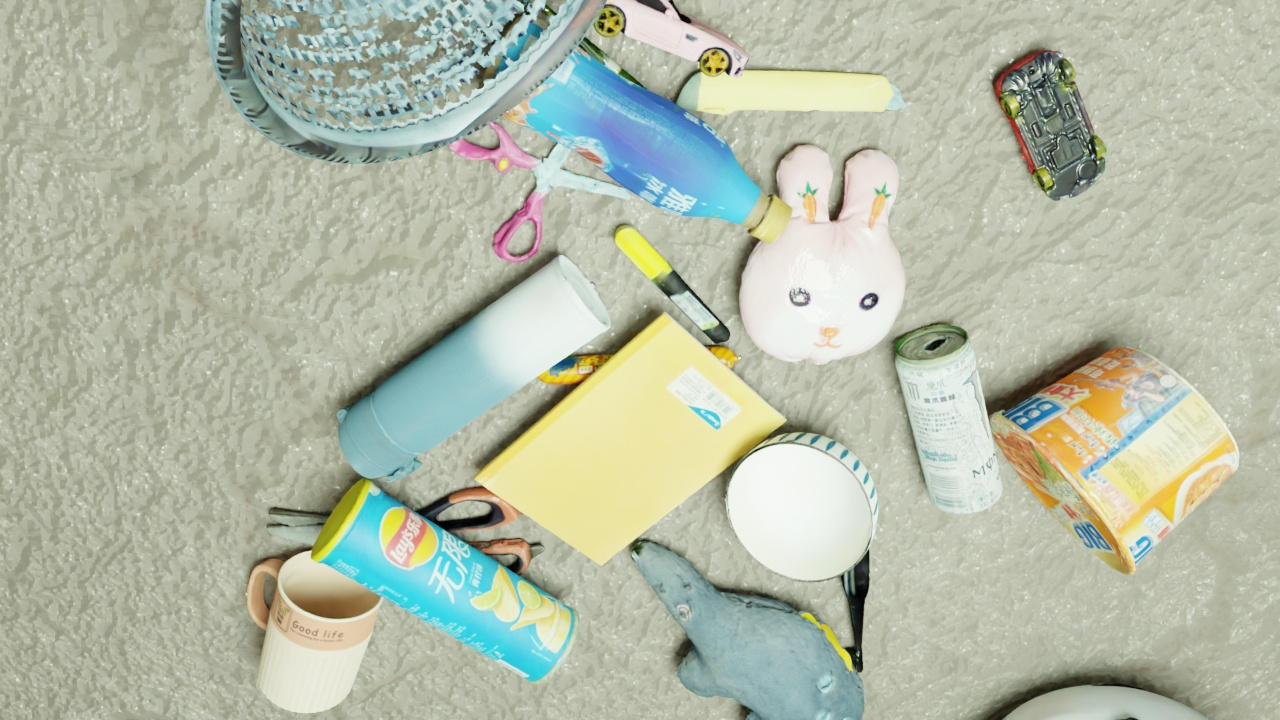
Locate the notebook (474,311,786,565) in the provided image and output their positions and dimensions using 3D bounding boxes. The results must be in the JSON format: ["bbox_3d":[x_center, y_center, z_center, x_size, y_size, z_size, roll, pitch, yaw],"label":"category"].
[{"bbox_3d":[-0.008,0.070,0.722,0.207,0.010,0.146,-41,119,18],"label":"notebook"}]

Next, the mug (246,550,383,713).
[{"bbox_3d":[-0.277,0.216,0.757,0.114,0.081,0.106,28,114,13],"label":"mug"}]

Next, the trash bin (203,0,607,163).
[{"bbox_3d":[-0.146,-0.250,0.466,0.227,0.226,0.195,-40,74,13],"label":"trash bin"}]

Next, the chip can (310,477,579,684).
[{"bbox_3d":[-0.151,0.178,0.730,0.210,0.071,0.071,37,107,-19],"label":"chip can"}]

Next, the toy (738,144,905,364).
[{"bbox_3d":[0.133,-0.074,0.664,0.121,0.054,0.159,1,106,-5],"label":"toy"}]

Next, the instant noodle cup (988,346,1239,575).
[{"bbox_3d":[0.359,0.068,0.696,0.111,0.151,0.151,-38,112,4],"label":"instant noodle cup"}]

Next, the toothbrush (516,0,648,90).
[{"bbox_3d":[-0.014,-0.188,0.621,0.186,0.012,0.017,36,113,-18],"label":"toothbrush"}]

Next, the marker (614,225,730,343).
[{"bbox_3d":[0.025,-0.055,0.684,0.018,0.015,0.124,-40,114,14],"label":"marker"}]

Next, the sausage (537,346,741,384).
[{"bbox_3d":[-0.004,0.004,0.704,0.165,0.021,0.021,-5,115,-2],"label":"sausage"}]

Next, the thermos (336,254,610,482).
[{"bbox_3d":[-0.126,0.010,0.676,0.221,0.070,0.070,-35,112,12],"label":"thermos"}]

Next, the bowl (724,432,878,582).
[{"bbox_3d":[0.133,0.108,0.726,0.117,0.066,0.116,8,109,25],"label":"bowl"}]

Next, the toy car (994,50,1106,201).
[{"bbox_3d":[0.287,-0.162,0.642,0.049,0.031,0.106,-32,112,11],"label":"toy car"}]

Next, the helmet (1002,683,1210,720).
[{"bbox_3d":[0.416,0.391,0.842,0.258,0.145,0.229,-27,115,-1],"label":"helmet"}]

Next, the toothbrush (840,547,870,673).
[{"bbox_3d":[0.187,0.190,0.801,0.027,0.026,0.213,9,120,29],"label":"toothbrush"}]

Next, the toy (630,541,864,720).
[{"bbox_3d":[0.120,0.282,0.810,0.138,0.091,0.356,-20,116,36],"label":"toy"}]

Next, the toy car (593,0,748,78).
[{"bbox_3d":[0.014,-0.216,0.587,0.122,0.056,0.037,18,119,-12],"label":"toy car"}]

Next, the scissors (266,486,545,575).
[{"bbox_3d":[-0.193,0.133,0.755,0.194,0.015,0.206,-42,111,16],"label":"scissors"}]

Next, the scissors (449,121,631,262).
[{"bbox_3d":[-0.071,-0.126,0.645,0.133,0.017,0.136,13,109,-13],"label":"scissors"}]

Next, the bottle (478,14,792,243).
[{"bbox_3d":[0.003,-0.144,0.605,0.218,0.065,0.065,28,109,-12],"label":"bottle"}]

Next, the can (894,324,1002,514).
[{"bbox_3d":[0.242,0.048,0.720,0.058,0.058,0.147,-19,114,5],"label":"can"}]

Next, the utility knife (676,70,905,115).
[{"bbox_3d":[0.105,-0.182,0.629,0.162,0.018,0.031,2,119,-3],"label":"utility knife"}]
